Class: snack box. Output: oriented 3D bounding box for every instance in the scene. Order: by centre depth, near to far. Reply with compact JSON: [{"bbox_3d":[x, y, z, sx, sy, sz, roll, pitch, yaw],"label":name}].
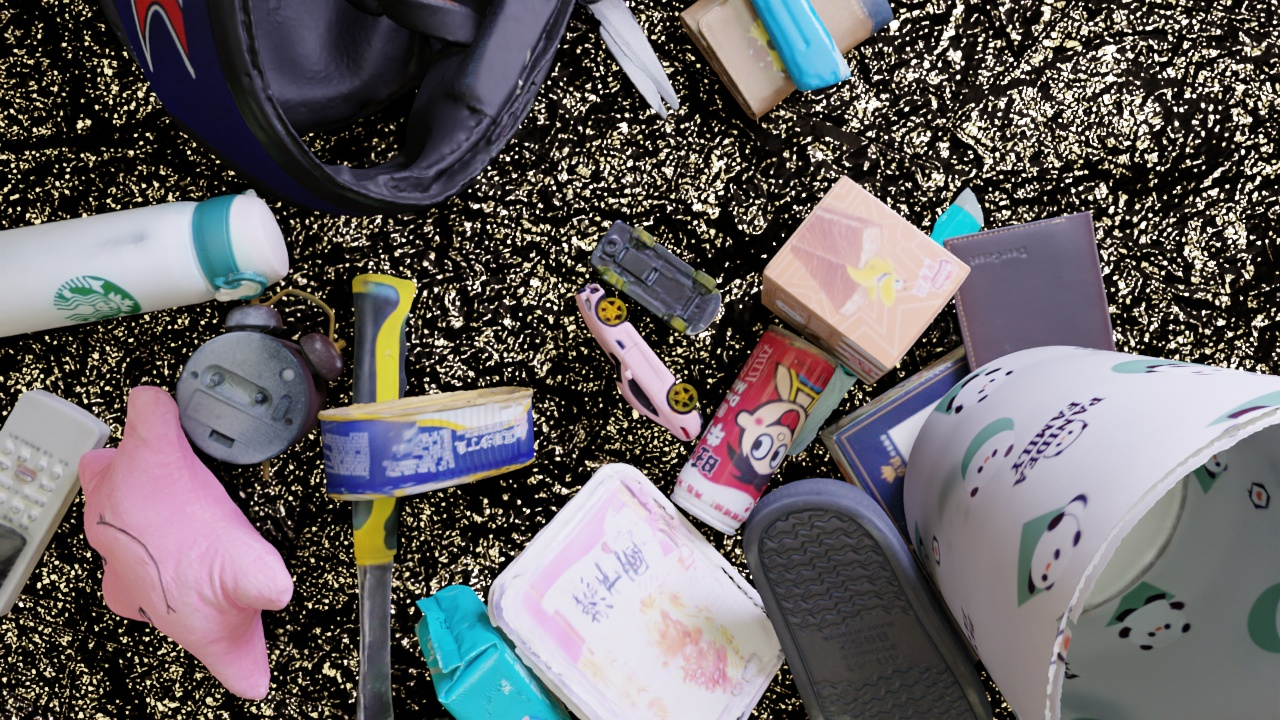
[{"bbox_3d":[0.136,-0.046,0.576,0.094,0.093,0.077,39,89,10],"label":"snack box"},{"bbox_3d":[0.243,0.079,0.616,0.182,0.046,0.178,-31,92,-1],"label":"snack box"}]

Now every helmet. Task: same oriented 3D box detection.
[{"bbox_3d":[-0.175,-0.233,0.490,0.241,0.247,0.315,10,83,40],"label":"helmet"}]

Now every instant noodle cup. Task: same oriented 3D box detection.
[{"bbox_3d":[-0.006,0.169,0.582,0.173,0.060,0.137,46,58,-2],"label":"instant noodle cup"}]

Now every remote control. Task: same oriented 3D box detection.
[{"bbox_3d":[-0.411,0.095,0.602,0.058,0.021,0.150,29,90,-3],"label":"remote control"}]

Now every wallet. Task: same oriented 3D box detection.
[{"bbox_3d":[0.250,-0.027,0.585,0.096,0.020,0.122,-10,87,-2],"label":"wallet"},{"bbox_3d":[0.096,-0.229,0.609,0.115,0.033,0.090,-36,94,3],"label":"wallet"}]

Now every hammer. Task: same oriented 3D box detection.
[{"bbox_3d":[-0.169,0.106,0.581,0.032,0.126,0.323,-4,85,35],"label":"hammer"}]

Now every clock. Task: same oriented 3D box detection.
[{"bbox_3d":[-0.240,0.012,0.590,0.082,0.055,0.122,27,89,-2],"label":"clock"}]

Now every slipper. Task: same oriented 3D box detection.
[{"bbox_3d":[0.147,0.164,0.582,0.111,0.083,0.268,-17,118,21],"label":"slipper"}]

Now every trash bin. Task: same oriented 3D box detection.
[{"bbox_3d":[0.257,0.101,0.456,0.229,0.251,0.230,0,100,-2],"label":"trash bin"}]

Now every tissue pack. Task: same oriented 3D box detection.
[{"bbox_3d":[-0.087,0.206,0.566,0.050,0.093,0.133,-36,111,-12],"label":"tissue pack"}]

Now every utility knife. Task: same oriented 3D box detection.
[{"bbox_3d":[0.072,-0.257,0.579,0.034,0.018,0.194,-29,97,17],"label":"utility knife"},{"bbox_3d":[0.164,-0.024,0.626,0.029,0.013,0.223,38,88,-1],"label":"utility knife"}]

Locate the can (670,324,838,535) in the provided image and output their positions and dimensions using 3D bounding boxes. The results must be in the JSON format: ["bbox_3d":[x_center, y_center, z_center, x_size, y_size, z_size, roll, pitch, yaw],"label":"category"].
[{"bbox_3d":[0.074,0.046,0.604,0.053,0.053,0.132,31,90,-3],"label":"can"}]

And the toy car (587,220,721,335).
[{"bbox_3d":[0.011,-0.053,0.608,0.090,0.035,0.042,35,91,-3],"label":"toy car"}]

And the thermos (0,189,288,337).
[{"bbox_3d":[-0.339,-0.056,0.576,0.224,0.073,0.073,-10,92,-2],"label":"thermos"}]

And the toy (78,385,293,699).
[{"bbox_3d":[-0.284,0.126,0.565,0.179,0.074,0.194,-38,86,36],"label":"toy"}]

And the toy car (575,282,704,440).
[{"bbox_3d":[-0.004,0.003,0.599,0.037,0.056,0.122,-39,92,-8],"label":"toy car"}]

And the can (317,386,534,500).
[{"bbox_3d":[-0.124,0.047,0.558,0.075,0.147,0.049,-1,94,35],"label":"can"}]

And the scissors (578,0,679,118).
[{"bbox_3d":[-0.028,-0.270,0.606,0.235,0.021,0.143,36,90,-3],"label":"scissors"}]
